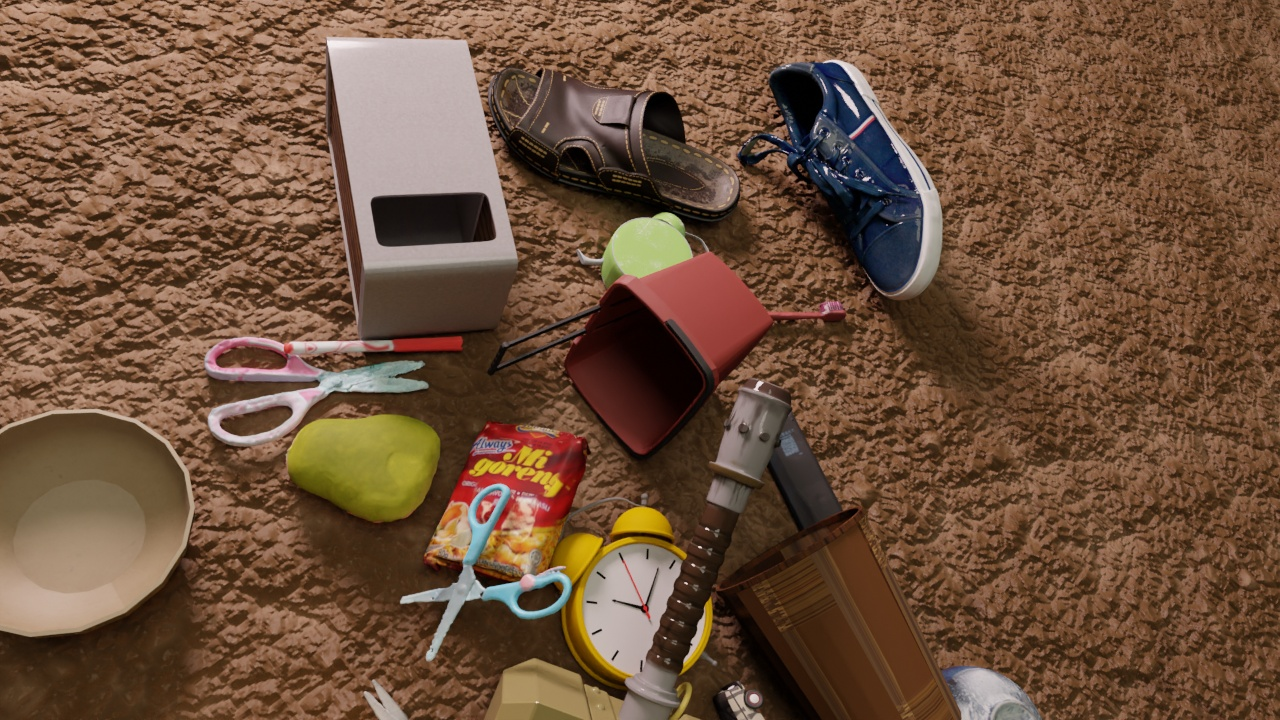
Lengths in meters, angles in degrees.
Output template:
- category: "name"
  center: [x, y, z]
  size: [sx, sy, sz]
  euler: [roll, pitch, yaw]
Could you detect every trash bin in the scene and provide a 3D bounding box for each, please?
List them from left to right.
- category: "trash bin"
  center: [-0.191, -0.145, 0.773]
  size: [0.114, 0.115, 0.228]
  euler: [-7, 67, -22]

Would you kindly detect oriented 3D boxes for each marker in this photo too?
- category: "marker"
  center: [-0.216, -0.012, 0.750]
  size: [0.142, 0.013, 0.012]
  euler: [-3, 65, -25]

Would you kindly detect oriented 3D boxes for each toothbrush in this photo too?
- category: "toothbrush"
  center: [0.114, -0.046, 0.885]
  size: [0.189, 0.016, 0.016]
  euler: [-2, 61, -20]

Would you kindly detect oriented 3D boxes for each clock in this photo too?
- category: "clock"
  center: [-0.007, 0.181, 0.711]
  size: [0.113, 0.052, 0.152]
  euler: [-19, 76, -26]
- category: "clock"
  center: [0.012, -0.091, 0.858]
  size: [0.119, 0.043, 0.094]
  euler: [-18, 73, -26]

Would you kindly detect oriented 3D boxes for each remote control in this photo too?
- category: "remote control"
  center: [0.150, 0.115, 0.813]
  size: [0.047, 0.022, 0.150]
  euler: [-18, 71, -25]

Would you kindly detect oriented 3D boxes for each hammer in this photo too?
- category: "hammer"
  center: [0.030, 0.167, 0.623]
  size: [0.190, 0.101, 0.324]
  euler: [22, 85, -6]

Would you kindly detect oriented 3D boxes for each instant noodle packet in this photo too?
- category: "instant noodle packet"
  center: [-0.101, 0.109, 0.703]
  size: [0.099, 0.040, 0.135]
  euler: [8, 58, 21]

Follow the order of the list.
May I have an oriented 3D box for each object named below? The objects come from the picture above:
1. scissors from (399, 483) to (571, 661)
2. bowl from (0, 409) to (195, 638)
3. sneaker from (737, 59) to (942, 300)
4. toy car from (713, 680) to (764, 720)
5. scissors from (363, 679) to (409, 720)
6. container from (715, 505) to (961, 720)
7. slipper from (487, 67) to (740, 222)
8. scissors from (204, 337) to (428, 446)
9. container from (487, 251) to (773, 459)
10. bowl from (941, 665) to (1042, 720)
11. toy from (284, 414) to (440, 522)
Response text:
- category: "scissors"
  center: [-0.110, 0.143, 0.646]
  size: [0.135, 0.015, 0.133]
  euler: [-10, 57, 14]
- category: "bowl"
  center: [-0.381, 0.112, 0.617]
  size: [0.152, 0.051, 0.152]
  euler: [8, 62, -15]
- category: "sneaker"
  center: [0.199, -0.190, 0.937]
  size: [0.127, 0.121, 0.294]
  euler: [-2, 62, -34]
- category: "toy car"
  center: [0.086, 0.289, 0.691]
  size: [0.037, 0.040, 0.092]
  euler: [-24, 71, -25]
- category: "scissors"
  center: [-0.136, 0.284, 0.632]
  size: [0.142, 0.019, 0.127]
  euler: [10, 67, -7]
- category: "container"
  center: [0.158, 0.218, 0.708]
  size: [0.132, 0.132, 0.167]
  euler: [-26, 81, -28]
- category: "slipper"
  center: [-0.020, -0.217, 0.890]
  size: [0.268, 0.076, 0.112]
  euler: [23, 59, -7]
- category: "scissors"
  center: [-0.250, 0.031, 0.725]
  size: [0.178, 0.016, 0.102]
  euler: [5, 59, -20]
- category: "container"
  center: [-0.004, 0.004, 0.743]
  size: [0.200, 0.148, 0.127]
  euler: [-32, 77, -38]
- category: "bowl"
  center: [0.286, 0.302, 0.743]
  size: [0.114, 0.061, 0.114]
  euler: [8, 61, -15]
- category: "toy"
  center: [-0.210, 0.075, 0.694]
  size: [0.110, 0.051, 0.089]
  euler: [17, 58, -7]
